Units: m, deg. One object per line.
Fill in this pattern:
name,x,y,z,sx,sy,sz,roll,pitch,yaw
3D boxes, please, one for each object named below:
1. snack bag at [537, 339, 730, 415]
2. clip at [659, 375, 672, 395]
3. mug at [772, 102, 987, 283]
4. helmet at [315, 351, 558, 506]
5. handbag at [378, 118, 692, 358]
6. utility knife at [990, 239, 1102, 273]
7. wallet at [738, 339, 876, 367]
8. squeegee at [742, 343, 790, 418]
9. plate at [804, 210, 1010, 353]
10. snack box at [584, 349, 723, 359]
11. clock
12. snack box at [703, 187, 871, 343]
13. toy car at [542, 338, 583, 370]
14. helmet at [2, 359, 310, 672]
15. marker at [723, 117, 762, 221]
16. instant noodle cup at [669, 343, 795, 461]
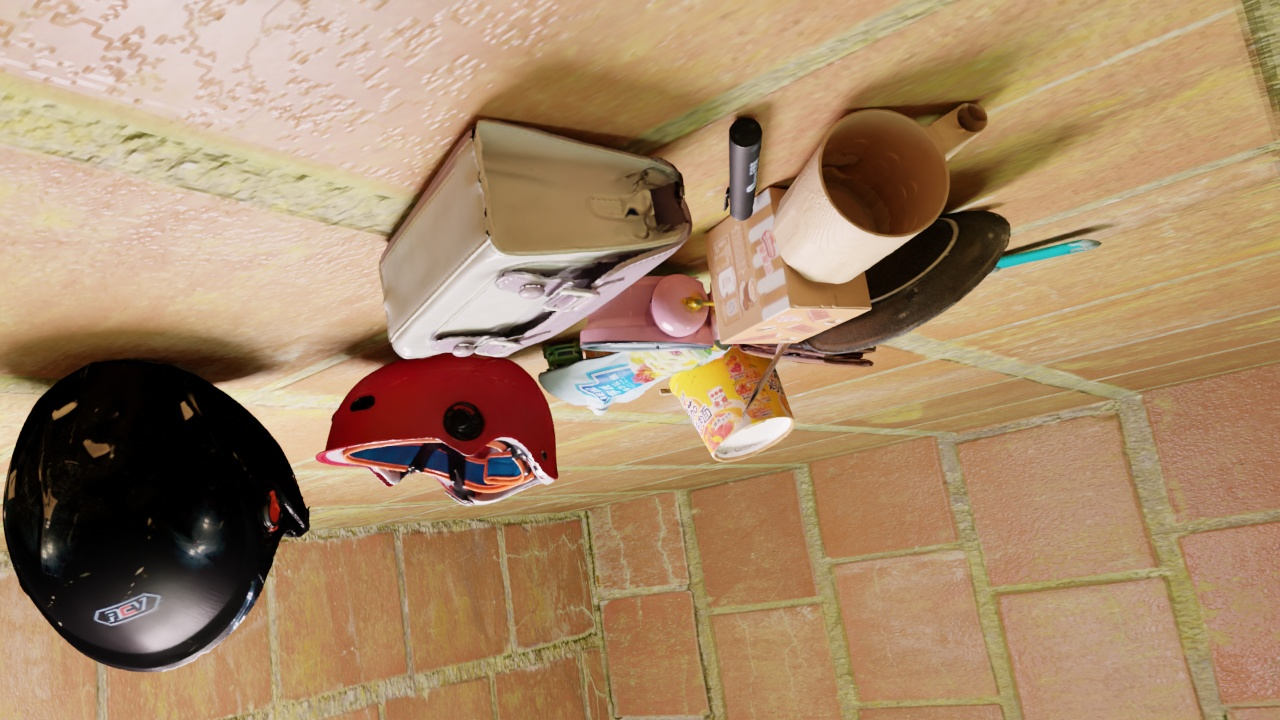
snack bag,-0.006,0.006,0.987,0.191,0.038,0.110,-26,152,24
clip,0.071,0.021,1.215,0.102,0.035,0.093,-5,169,-37
mug,0.155,-0.113,0.606,0.124,0.084,0.104,-33,175,-14
helmet,-0.204,0.058,0.955,0.239,0.143,0.208,16,156,-30
handbag,-0.075,-0.066,0.603,0.144,0.098,0.198,-7,169,-32
utility knife,0.350,-0.094,0.934,0.217,0.013,0.029,-12,164,32
wallet,0.189,-0.011,1.045,0.101,0.032,0.125,4,-178,-43
squeegee,0.197,-0.061,0.818,0.250,0.040,0.247,-37,180,20
plate,0.203,-0.071,0.730,0.180,0.024,0.179,-32,-161,12
snack box,0.018,-0.012,1.045,0.156,0.027,0.077,-9,167,2
clock,0.021,-0.040,0.792,0.159,0.060,0.117,-1,177,35
snack box,0.110,-0.069,0.702,0.077,0.092,0.095,0,165,-28
toy car,-0.084,0.001,1.020,0.043,0.036,0.091,-7,164,-1
helmet,-0.454,0.135,0.847,0.233,0.274,0.230,-18,141,-5
marker,0.067,-0.123,0.607,0.022,0.020,0.132,20,171,8
instant noodle cup,0.118,0.052,1.123,0.138,0.109,0.138,-18,153,-10
